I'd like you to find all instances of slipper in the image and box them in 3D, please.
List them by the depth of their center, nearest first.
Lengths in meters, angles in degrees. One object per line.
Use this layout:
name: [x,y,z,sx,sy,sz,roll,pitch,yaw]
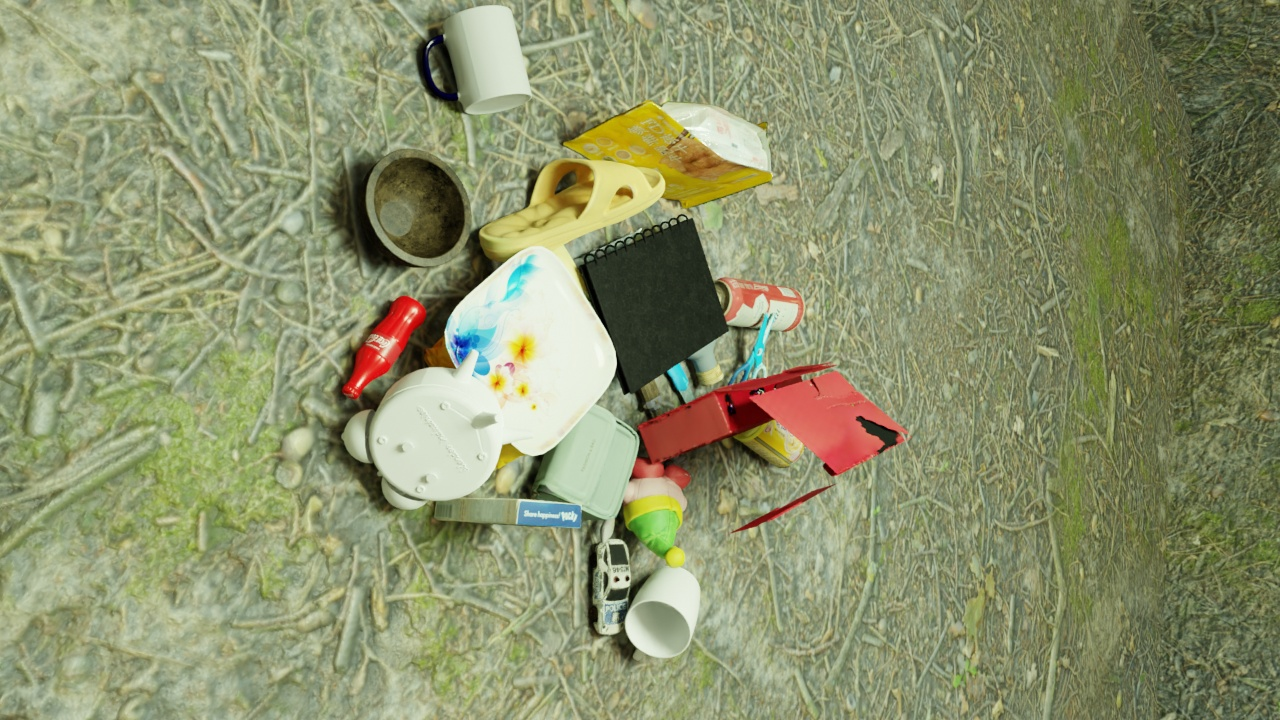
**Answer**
slipper: [-0.082,-0.195,1.075,0.262,0.100,0.078,-34,129,-36]

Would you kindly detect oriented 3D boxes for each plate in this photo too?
plate: [-0.115,-0.011,0.983,0.186,0.016,0.187,-48,116,-36]

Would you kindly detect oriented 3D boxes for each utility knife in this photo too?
utility knife: [0.036,0.002,1.223,0.031,0.015,0.209,-41,108,-36]

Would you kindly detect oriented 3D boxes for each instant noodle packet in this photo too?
instant noodle packet: [0.035,-0.270,1.157,0.221,0.163,0.084,9,79,-43]

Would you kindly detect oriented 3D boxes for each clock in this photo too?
clock: [-0.201,0.077,0.893,0.125,0.161,0.072,58,11,-21]

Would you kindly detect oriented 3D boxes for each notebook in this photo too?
notebook: [0.023,-0.078,1.140,0.230,0.019,0.169,-31,107,-48]

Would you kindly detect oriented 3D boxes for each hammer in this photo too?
hammer: [-0.006,0.006,1.171,0.146,0.028,0.317,-29,105,-30]

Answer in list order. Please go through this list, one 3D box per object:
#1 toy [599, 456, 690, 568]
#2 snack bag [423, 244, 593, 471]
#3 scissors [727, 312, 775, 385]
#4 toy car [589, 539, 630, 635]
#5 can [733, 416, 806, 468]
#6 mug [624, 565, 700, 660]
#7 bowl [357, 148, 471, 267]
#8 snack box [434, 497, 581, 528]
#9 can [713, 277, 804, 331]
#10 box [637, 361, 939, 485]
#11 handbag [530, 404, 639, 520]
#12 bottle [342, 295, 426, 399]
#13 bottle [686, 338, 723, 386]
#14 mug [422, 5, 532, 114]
toy: [0.015,0.185,1.119,0.124,0.097,0.131,25,65,-35]
snack bag: [-0.129,-0.009,1.030,0.246,0.068,0.159,-46,116,-37]
scissors: [0.158,-0.008,1.301,0.090,0.014,0.141,-14,127,-39]
toy car: [-0.033,0.272,1.101,0.048,0.041,0.112,7,80,-42]
can: [0.182,0.103,1.311,0.105,0.068,0.067,36,61,-35]
mug: [0.024,0.315,1.124,0.081,0.114,0.087,31,24,4]
bowl: [-0.242,-0.152,0.950,0.121,0.056,0.121,8,79,-43]
snack box: [-0.138,0.156,0.941,0.081,0.150,0.026,14,75,-41]
can: [0.164,-0.080,1.320,0.170,0.067,0.067,4,81,-44]
box: [0.176,0.061,1.101,0.210,0.316,0.124,-11,101,-52]
handbag: [-0.065,0.121,1.074,0.106,0.067,0.121,36,61,-33]
bottle: [-0.261,-0.012,0.925,0.036,0.036,0.118,46,56,-29]
bottle: [0.068,-0.044,1.238,0.072,0.046,0.161,-34,108,-41]
mug: [-0.186,-0.331,1.023,0.111,0.079,0.097,-15,95,-16]
